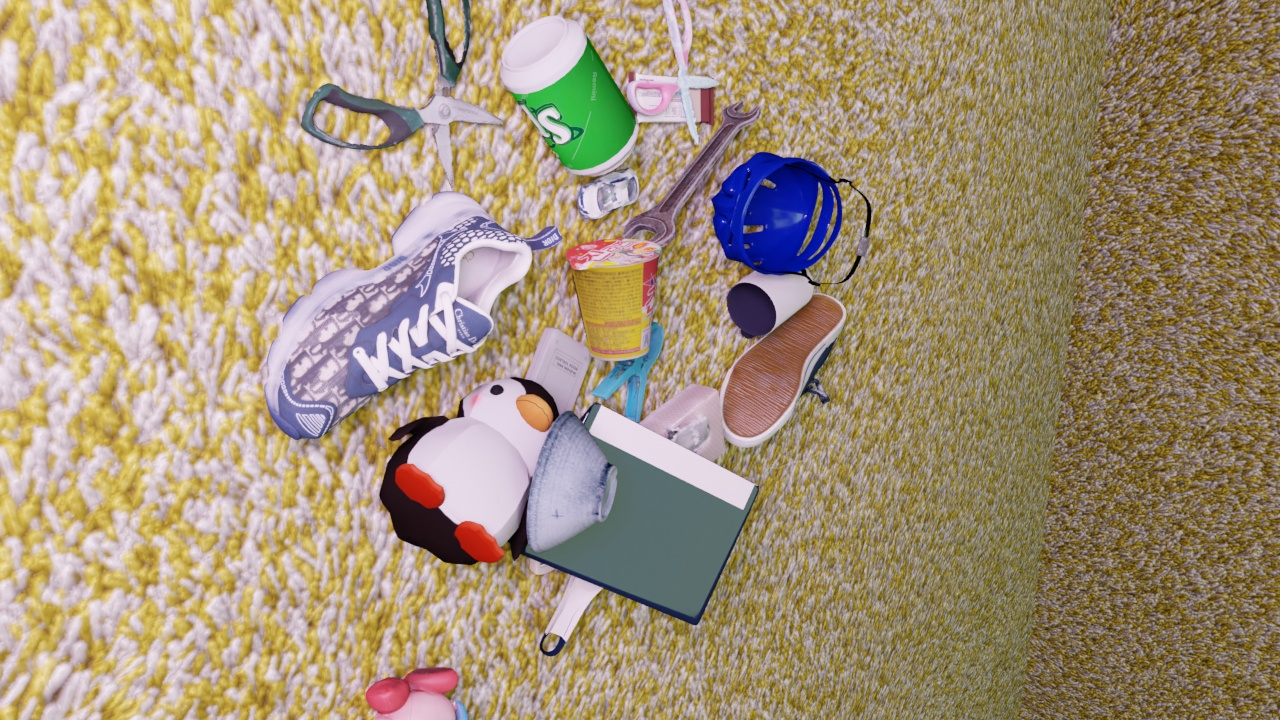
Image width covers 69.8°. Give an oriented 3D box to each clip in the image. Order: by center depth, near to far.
[{"bbox_3d":[-0.010,0.003,1.080,0.097,0.026,0.116,40,70,-53],"label":"clip"}]

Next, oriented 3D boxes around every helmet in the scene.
[{"bbox_3d":[0.201,-0.168,1.125,0.241,0.228,0.148,-5,115,-50],"label":"helmet"}]

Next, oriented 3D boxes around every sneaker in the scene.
[{"bbox_3d":[-0.183,-0.034,0.758,0.268,0.132,0.103,-51,138,-27],"label":"sneaker"},{"bbox_3d":[0.203,0.035,1.315,0.293,0.121,0.127,-48,157,-35],"label":"sneaker"}]

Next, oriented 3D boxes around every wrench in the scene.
[{"bbox_3d":[0.065,-0.220,1.068,0.272,0.070,0.010,-55,139,-28],"label":"wrench"}]

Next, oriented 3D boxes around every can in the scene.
[{"bbox_3d":[-0.065,-0.248,0.874,0.087,0.088,0.140,-61,140,-19],"label":"can"}]

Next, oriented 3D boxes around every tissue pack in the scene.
[{"bbox_3d":[0.035,0.104,1.068,0.180,0.071,0.104,-31,125,-38],"label":"tissue pack"}]

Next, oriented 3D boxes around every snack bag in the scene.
[{"bbox_3d":[0.037,-0.297,1.049,0.157,0.013,0.057,-17,109,-48],"label":"snack bag"}]

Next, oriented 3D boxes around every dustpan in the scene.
[{"bbox_3d":[-0.031,0.210,1.010,0.236,0.080,0.273,29,83,-26],"label":"dustpan"}]

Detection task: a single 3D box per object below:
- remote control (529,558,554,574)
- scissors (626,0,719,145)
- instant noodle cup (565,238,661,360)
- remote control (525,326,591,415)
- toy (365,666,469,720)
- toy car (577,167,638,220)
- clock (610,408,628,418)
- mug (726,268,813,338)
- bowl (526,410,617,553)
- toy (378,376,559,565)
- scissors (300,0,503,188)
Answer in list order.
[{"bbox_3d":[-0.103,0.178,1.024,0.038,0.018,0.126,-9,110,-50],"label":"remote control"},{"bbox_3d":[0.039,-0.327,1.024,0.170,0.013,0.177,-19,107,-47],"label":"scissors"},{"bbox_3d":[-0.024,-0.064,0.976,0.100,0.100,0.112,-29,123,-44],"label":"instant noodle cup"},{"bbox_3d":[-0.102,0.045,0.979,0.074,0.019,0.151,32,75,-52],"label":"remote control"},{"bbox_3d":[-0.224,0.371,0.900,0.124,0.097,0.131,2,82,-58],"label":"toy"},{"bbox_3d":[-0.032,-0.179,0.988,0.089,0.027,0.039,-34,128,-41],"label":"toy car"},{"bbox_3d":[-0.041,0.115,1.060,0.094,0.043,0.119,-12,111,-51],"label":"clock"},{"bbox_3d":[0.172,-0.077,1.251,0.096,0.078,0.112,-35,155,-40],"label":"mug"},{"bbox_3d":[-0.056,0.119,0.862,0.137,0.057,0.137,12,89,-79],"label":"bowl"},{"bbox_3d":[-0.151,0.095,0.871,0.159,0.140,0.183,47,49,-12],"label":"toy"},{"bbox_3d":[-0.191,-0.250,0.775,0.201,0.015,0.206,-7,105,-50],"label":"scissors"}]
